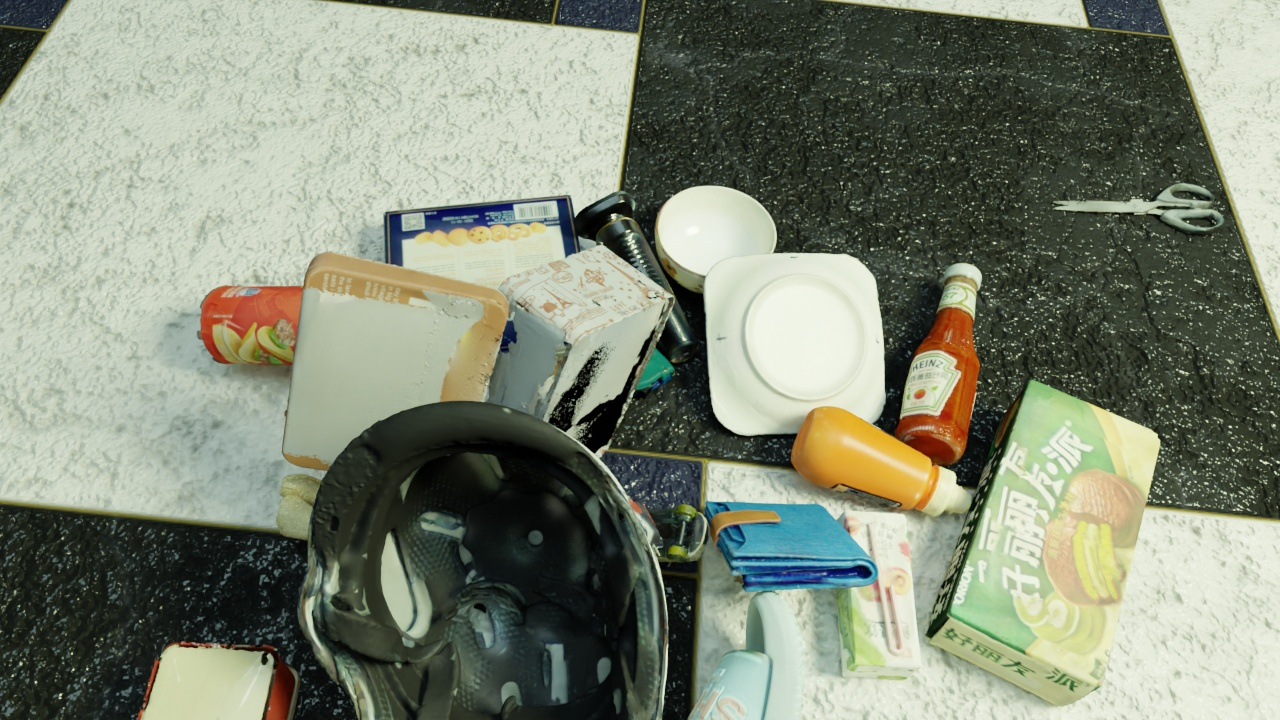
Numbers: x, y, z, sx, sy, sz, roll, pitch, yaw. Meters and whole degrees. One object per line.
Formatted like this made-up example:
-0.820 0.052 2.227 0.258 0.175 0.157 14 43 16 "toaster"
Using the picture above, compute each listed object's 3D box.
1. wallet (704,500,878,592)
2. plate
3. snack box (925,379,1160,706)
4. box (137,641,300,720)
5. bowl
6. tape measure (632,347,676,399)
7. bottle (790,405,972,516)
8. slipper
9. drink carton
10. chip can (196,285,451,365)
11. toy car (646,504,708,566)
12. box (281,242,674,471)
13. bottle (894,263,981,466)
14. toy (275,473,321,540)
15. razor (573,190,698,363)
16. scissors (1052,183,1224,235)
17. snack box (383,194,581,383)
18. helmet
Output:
0.106 0.134 0.689 0.106 0.133 0.040 2 97 -4 "wallet"
0.139 -0.018 0.800 0.163 0.034 0.164 -2 82 -10 "plate"
0.324 0.138 0.732 0.114 0.063 0.239 26 59 13 "snack box"
-0.288 0.272 0.594 0.091 0.080 0.168 3 56 -3 "box"
0.067 -0.105 0.873 0.113 0.062 0.113 3 58 -4 "bowl"
-0.005 0.005 0.819 0.054 0.025 0.058 -34 65 -24 "tape measure"
0.202 0.090 0.759 0.149 0.067 0.066 23 58 2 "bottle"
0.056 0.275 0.608 0.074 0.104 0.244 12 63 6 "slipper"
0.181 0.179 0.707 0.053 0.046 0.122 5 57 -2 "drink carton"
-0.257 -0.029 0.759 0.217 0.073 0.073 1 55 20 "chip can"
0.013 0.136 0.707 0.091 0.035 0.042 -9 54 33 "toy car"
-0.113 0.014 0.673 0.273 0.179 0.126 -3 41 -34 "box"
0.275 -0.003 0.823 0.060 0.060 0.205 18 58 8 "bottle"
-0.199 0.118 0.708 0.157 0.066 0.105 9 39 -7 "toy"
0.001 -0.074 0.841 0.062 0.067 0.167 -30 82 -1 "razor"
0.527 -0.169 0.979 0.175 0.014 0.135 30 61 18 "scissors"
-0.140 -0.066 0.843 0.178 0.046 0.182 -6 58 -7 "snack box"
-0.089 0.151 0.614 0.230 0.156 0.274 -15 95 7 "helmet"
